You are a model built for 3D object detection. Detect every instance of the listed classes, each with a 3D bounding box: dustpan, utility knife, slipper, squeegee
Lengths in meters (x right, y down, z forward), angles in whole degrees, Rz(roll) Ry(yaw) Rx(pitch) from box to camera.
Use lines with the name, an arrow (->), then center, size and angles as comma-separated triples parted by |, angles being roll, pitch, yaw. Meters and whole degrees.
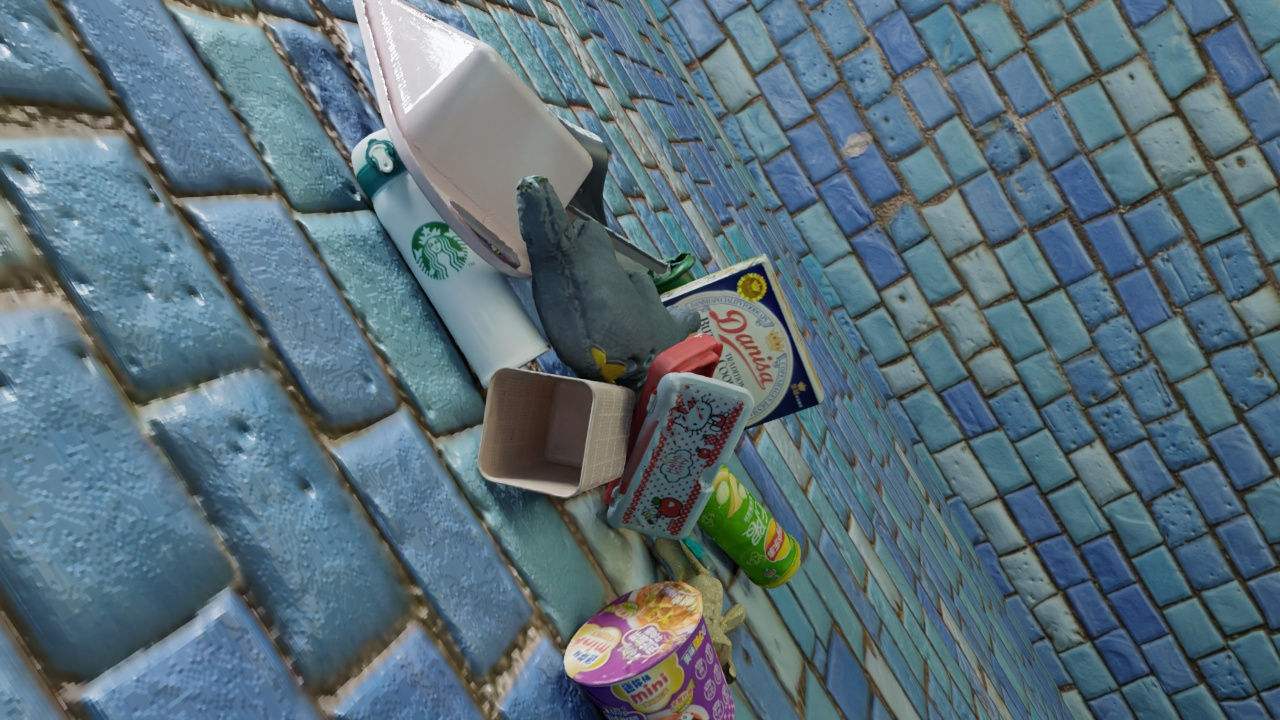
dustpan -> -0.167, -0.193, 0.810 | 0.273, 0.139, 0.222 | 35, -3, 42
utility knife -> 0.030, 0.152, 0.897 | 0.029, 0.013, 0.161 | 35, 8, -45
slipper -> -0.079, -0.232, 1.074 | 0.110, 0.083, 0.268 | 61, 3, 36
squeegee -> -0.040, -0.123, 1.032 | 0.246, 0.039, 0.246 | 33, 4, 20

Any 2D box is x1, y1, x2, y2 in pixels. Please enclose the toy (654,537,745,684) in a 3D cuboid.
toy -> 0.047, 0.224, 0.850 | 0.105, 0.066, 0.157 | 35, 23, -33

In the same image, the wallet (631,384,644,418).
wallet -> -0.017, 0.039, 0.892 | 0.019, 0.097, 0.120 | 66, 18, -12

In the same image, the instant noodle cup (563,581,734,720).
instant noodle cup -> 0.014, 0.238, 0.681 | 0.099, 0.112, 0.111 | 64, 18, -13

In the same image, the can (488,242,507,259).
can -> -0.145, -0.154, 0.924 | 0.133, 0.053, 0.053 | 58, 19, -5

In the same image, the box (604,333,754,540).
box -> 0.034, 0.083, 0.801 | 0.094, 0.202, 0.091 | -26, 58, -40

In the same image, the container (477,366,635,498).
container -> -0.061, 0.056, 0.742 | 0.110, 0.090, 0.090 | 6, 92, -70

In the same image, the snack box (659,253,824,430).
snack box -> 0.095, -0.007, 1.068 | 0.178, 0.183, 0.045 | 66, 17, -10

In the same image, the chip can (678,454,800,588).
chip can -> 0.096, 0.168, 1.023 | 0.221, 0.073, 0.072 | 48, 23, -30

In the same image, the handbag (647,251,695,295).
handbag -> 0.046, -0.073, 1.181 | 0.131, 0.120, 0.067 | 50, 27, -31

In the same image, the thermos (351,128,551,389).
thermos -> -0.161, -0.088, 0.765 | 0.224, 0.073, 0.073 | 58, 19, -2

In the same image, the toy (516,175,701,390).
toy -> -0.026, -0.044, 0.822 | 0.356, 0.091, 0.137 | 38, 62, -60
